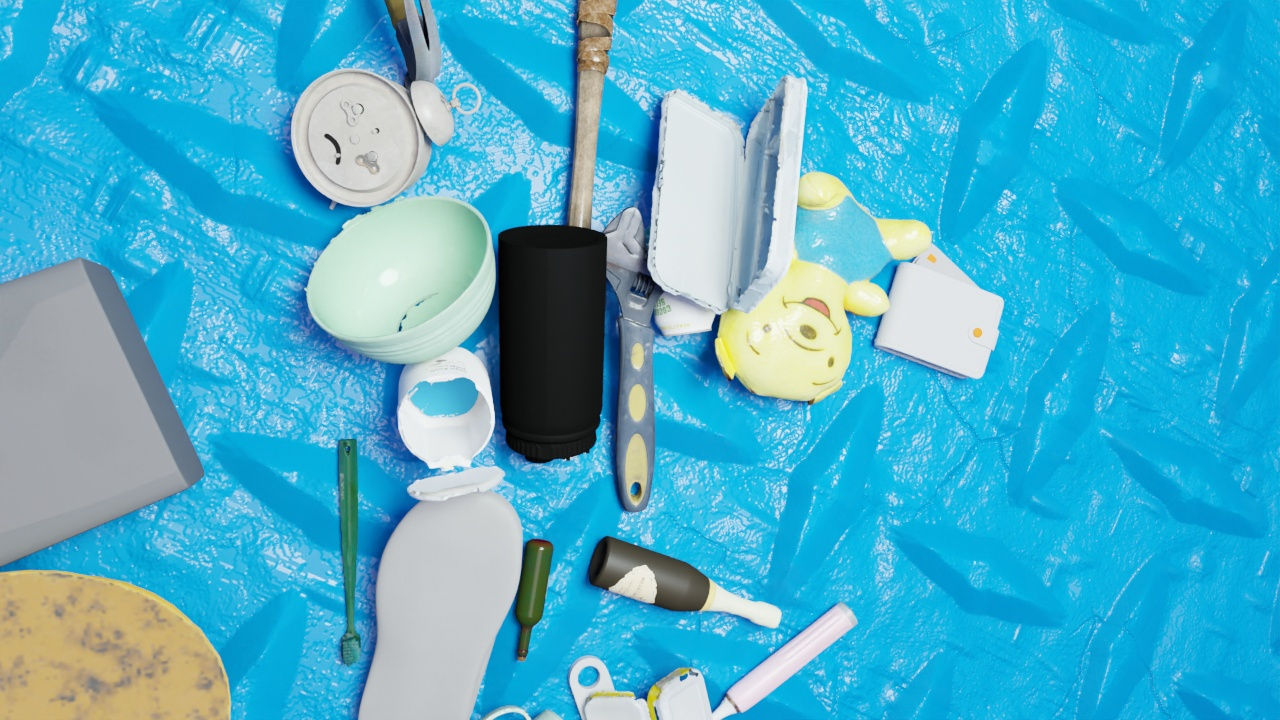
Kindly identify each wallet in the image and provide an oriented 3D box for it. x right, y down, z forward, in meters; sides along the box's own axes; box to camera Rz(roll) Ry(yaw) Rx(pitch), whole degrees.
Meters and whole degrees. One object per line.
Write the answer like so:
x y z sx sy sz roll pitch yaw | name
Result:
0.300 -0.051 0.906 0.118 0.037 0.115 19 86 -12 | wallet

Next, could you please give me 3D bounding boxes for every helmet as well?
-0.422 0.241 0.657 0.255 0.131 0.205 -1 91 -15 | helmet

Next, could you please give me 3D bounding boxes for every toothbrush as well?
-0.243 0.160 0.766 0.016 0.017 0.190 -1 91 -16 | toothbrush
0.112 0.304 0.864 0.222 0.027 0.026 -34 85 -12 | toothbrush

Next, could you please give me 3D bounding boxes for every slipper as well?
-0.163 0.220 0.768 0.113 0.080 0.266 15 102 5 | slipper

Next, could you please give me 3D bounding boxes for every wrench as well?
0.000 0.394 0.839 0.086 0.018 0.273 -19 95 -15 | wrench
-0.005 0.005 0.795 0.073 0.022 0.273 -2 106 -8 | wrench

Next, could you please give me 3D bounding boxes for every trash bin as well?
-0.467 0.052 0.660 0.219 0.098 0.192 -24 97 -15 | trash bin

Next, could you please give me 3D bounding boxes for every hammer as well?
-0.234 -0.377 0.720 0.025 0.118 0.333 -25 92 -19 | hammer
-0.047 -0.223 0.803 0.121 0.049 0.318 5 88 -13 | hammer

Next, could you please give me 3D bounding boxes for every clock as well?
-0.198 -0.185 0.733 0.157 0.061 0.103 -18 102 11 | clock

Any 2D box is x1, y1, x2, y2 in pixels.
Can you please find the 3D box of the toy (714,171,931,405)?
0.154 -0.059 0.841 0.149 0.084 0.214 28 86 -13 | toy

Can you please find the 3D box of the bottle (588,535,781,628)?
0.045 0.208 0.833 0.184 0.045 0.045 22 85 -15 | bottle

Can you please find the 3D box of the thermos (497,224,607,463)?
-0.073 -0.005 0.755 0.086 0.086 0.199 -4 111 -16 | thermos

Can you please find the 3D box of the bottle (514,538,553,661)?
-0.096 0.210 0.804 0.025 0.025 0.106 10 88 -16 | bottle

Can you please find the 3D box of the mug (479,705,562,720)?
-0.101 0.347 0.777 0.111 0.084 0.103 44 70 -6 | mug

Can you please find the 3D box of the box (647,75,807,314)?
0.059 -0.150 0.776 0.127 0.106 0.214 14 62 -8 | box

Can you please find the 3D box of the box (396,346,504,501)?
-0.148 0.048 0.717 0.083 0.166 0.092 0 104 -13 | box

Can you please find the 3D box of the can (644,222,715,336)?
0.035 -0.074 0.820 0.055 0.055 0.101 -9 93 -16 | can

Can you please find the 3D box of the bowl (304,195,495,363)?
-0.180 -0.054 0.732 0.150 0.151 0.077 -35 142 -13 | bowl

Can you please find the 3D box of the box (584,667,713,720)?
0.026 0.384 0.810 0.117 0.057 0.210 -14 93 -9 | box
